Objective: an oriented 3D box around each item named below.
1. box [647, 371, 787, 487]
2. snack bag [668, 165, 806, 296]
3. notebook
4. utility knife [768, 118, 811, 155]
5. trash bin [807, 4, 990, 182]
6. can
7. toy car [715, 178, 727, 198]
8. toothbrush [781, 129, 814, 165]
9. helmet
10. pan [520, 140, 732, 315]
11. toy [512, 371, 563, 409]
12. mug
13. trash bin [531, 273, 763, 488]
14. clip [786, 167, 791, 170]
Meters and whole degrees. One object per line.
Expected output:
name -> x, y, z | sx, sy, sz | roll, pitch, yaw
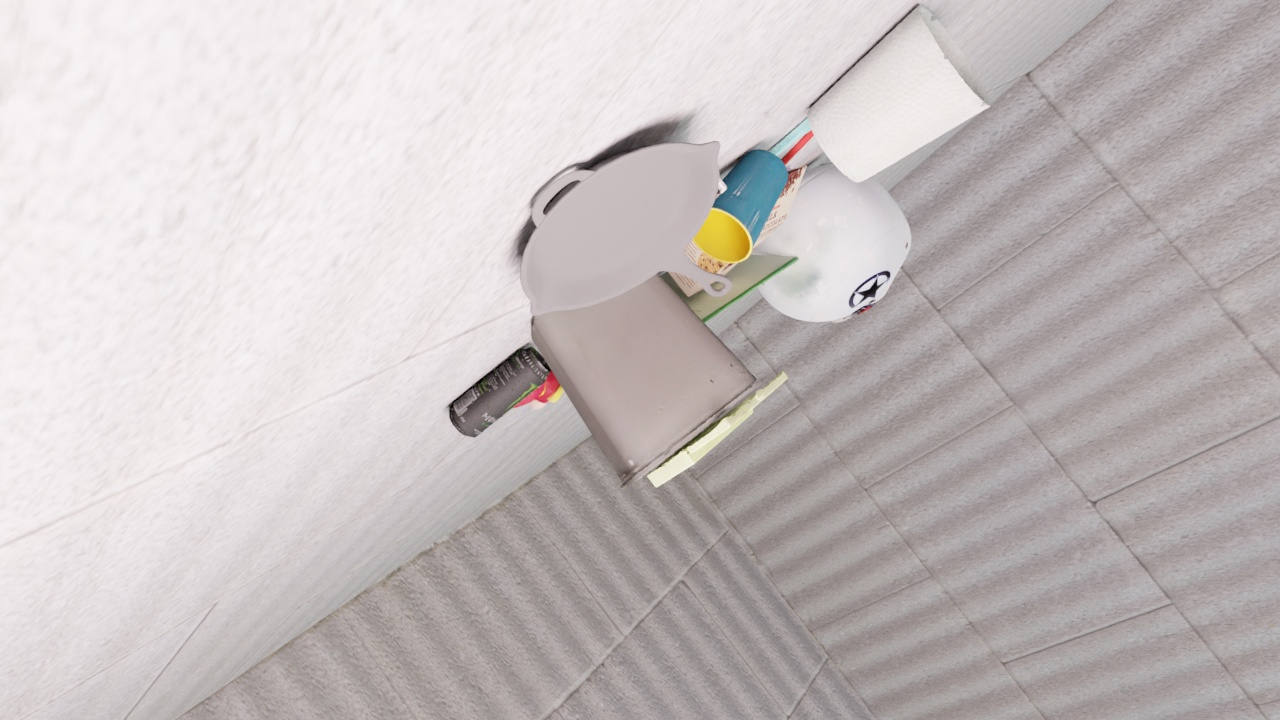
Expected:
box -> 0.097, 0.079, 1.092 | 0.138, 0.024, 0.186 | -43, 173, 31
snack bag -> 0.128, -0.181, 1.209 | 0.207, 0.070, 0.094 | -41, 174, 39
notebook -> 0.085, -0.106, 1.313 | 0.182, 0.010, 0.251 | 11, -148, 41
utility knife -> 0.159, -0.249, 1.123 | 0.177, 0.015, 0.022 | -40, 173, 12
trash bin -> 0.283, -0.290, 1.030 | 0.162, 0.133, 0.133 | -35, 177, 32
can -> -0.179, 0.040, 1.162 | 0.138, 0.054, 0.054 | -38, 175, 6
toy car -> 0.041, -0.163, 0.979 | 0.113, 0.039, 0.039 | -41, -165, 27
toothbrush -> 0.215, -0.281, 1.210 | 0.012, 0.018, 0.213 | -33, 173, -40
helmet -> 0.265, -0.165, 1.415 | 0.163, 0.236, 0.265 | -25, 162, -45
pan -> 0.009, -0.107, 0.836 | 0.217, 0.024, 0.354 | -41, 155, 16
toy -> -0.157, 0.032, 1.261 | 0.106, 0.067, 0.137 | -42, 161, 21
mug -> 0.115, -0.177, 1.028 | 0.121, 0.078, 0.078 | -55, -175, -31
trash bin -> -0.007, 0.006, 1.105 | 0.197, 0.220, 0.198 | -37, 175, -12
clip -> 0.192, -0.256, 1.319 | 0.046, 0.014, 0.050 | -30, 174, -38
